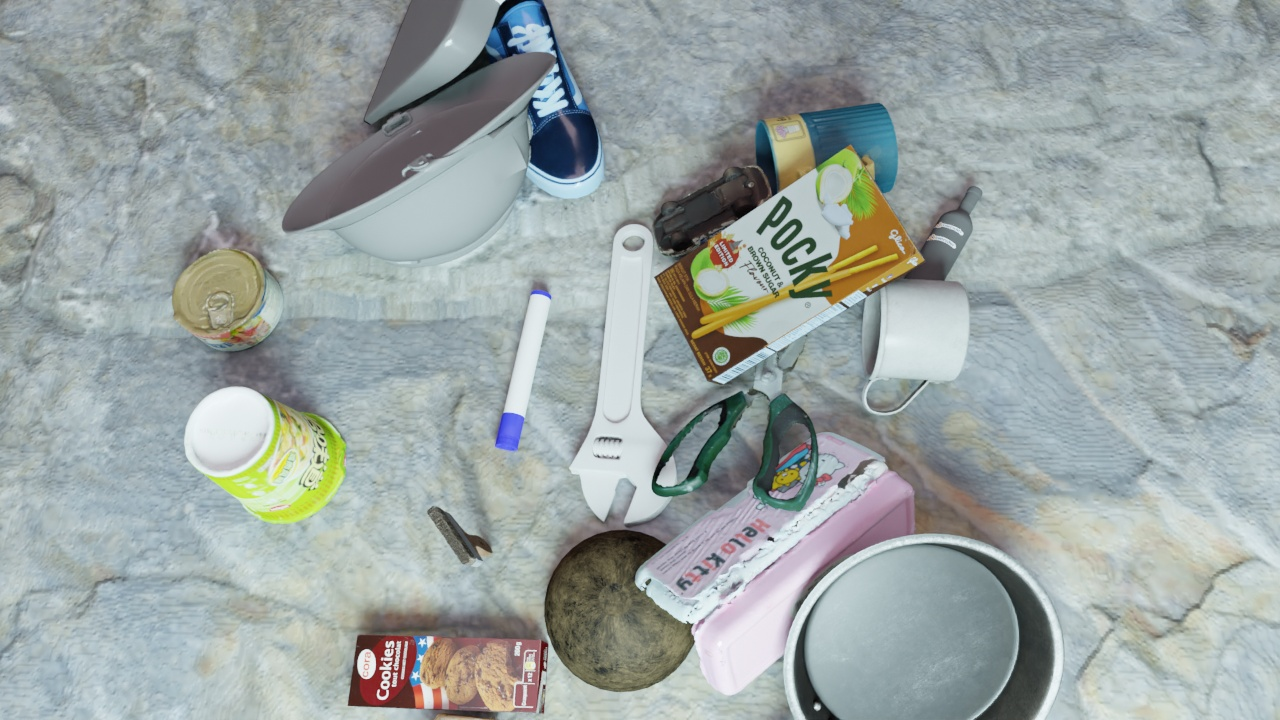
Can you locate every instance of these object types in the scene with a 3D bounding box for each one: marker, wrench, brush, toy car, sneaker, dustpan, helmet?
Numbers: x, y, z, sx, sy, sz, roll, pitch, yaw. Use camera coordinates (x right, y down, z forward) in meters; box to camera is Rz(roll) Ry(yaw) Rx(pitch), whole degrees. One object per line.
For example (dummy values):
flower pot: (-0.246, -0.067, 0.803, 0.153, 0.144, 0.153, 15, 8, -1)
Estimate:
marker: (-0.100, 0.007, 0.785, 0.020, 0.020, 0.141, 7, 69, 8)
wrench: (-0.005, 0.005, 0.779, 0.087, 0.018, 0.272, 3, 68, 7)
brush: (-0.125, 0.132, 0.670, 0.008, 0.143, 0.045, -36, 78, -8)
toy car: (0.064, -0.129, 0.805, 0.113, 0.040, 0.048, -25, 60, 21)
sneaker: (-0.102, -0.265, 0.850, 0.083, 0.098, 0.241, -20, 68, -3)
dustpan: (-0.156, -0.322, 0.831, 0.258, 0.033, 0.162, -17, 53, 47)
helmet: (-0.167, -0.151, 0.806, 0.271, 0.118, 0.183, -33, 33, -3)

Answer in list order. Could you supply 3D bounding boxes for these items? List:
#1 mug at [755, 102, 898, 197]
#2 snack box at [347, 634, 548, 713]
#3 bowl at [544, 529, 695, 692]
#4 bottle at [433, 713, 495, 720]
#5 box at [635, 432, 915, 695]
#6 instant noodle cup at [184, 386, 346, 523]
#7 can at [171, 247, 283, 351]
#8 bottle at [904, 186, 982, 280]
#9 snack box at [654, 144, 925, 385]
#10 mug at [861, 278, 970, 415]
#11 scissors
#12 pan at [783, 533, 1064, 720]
mug: (0.162, -0.168, 0.786, 0.107, 0.083, 0.113, -8, 28, -2)
snack box: (-0.143, 0.236, 0.691, 0.141, 0.032, 0.051, 0, 68, 5)
bowl: (-0.016, 0.183, 0.687, 0.121, 0.056, 0.121, -2, 68, 5)
bottle: (-0.131, 0.307, 0.645, 0.063, 0.063, 0.108, 4, 69, 7)
box: (0.099, 0.138, 0.677, 0.201, 0.087, 0.103, -33, 45, -21)
instant noodle cup: (-0.303, 0.071, 0.731, 0.099, 0.108, 0.098, -2, 68, 5)
can: (-0.369, -0.054, 0.822, 0.086, 0.043, 0.086, -2, 68, 5)
bottle: (0.264, -0.105, 0.789, 0.030, 0.030, 0.112, 29, 74, 15)
snack box: (0.113, -0.072, 0.722, 0.186, 0.031, 0.101, -33, 70, 19)
mug: (0.216, -0.011, 0.736, 0.070, 0.084, 0.113, 3, 98, 4)
scissors: (0.076, 0.039, 0.735, 0.147, 0.015, 0.209, -12, 41, 23)
pan: (0.125, 0.256, 0.632, 0.357, 0.055, 0.187, -38, 99, 7)
